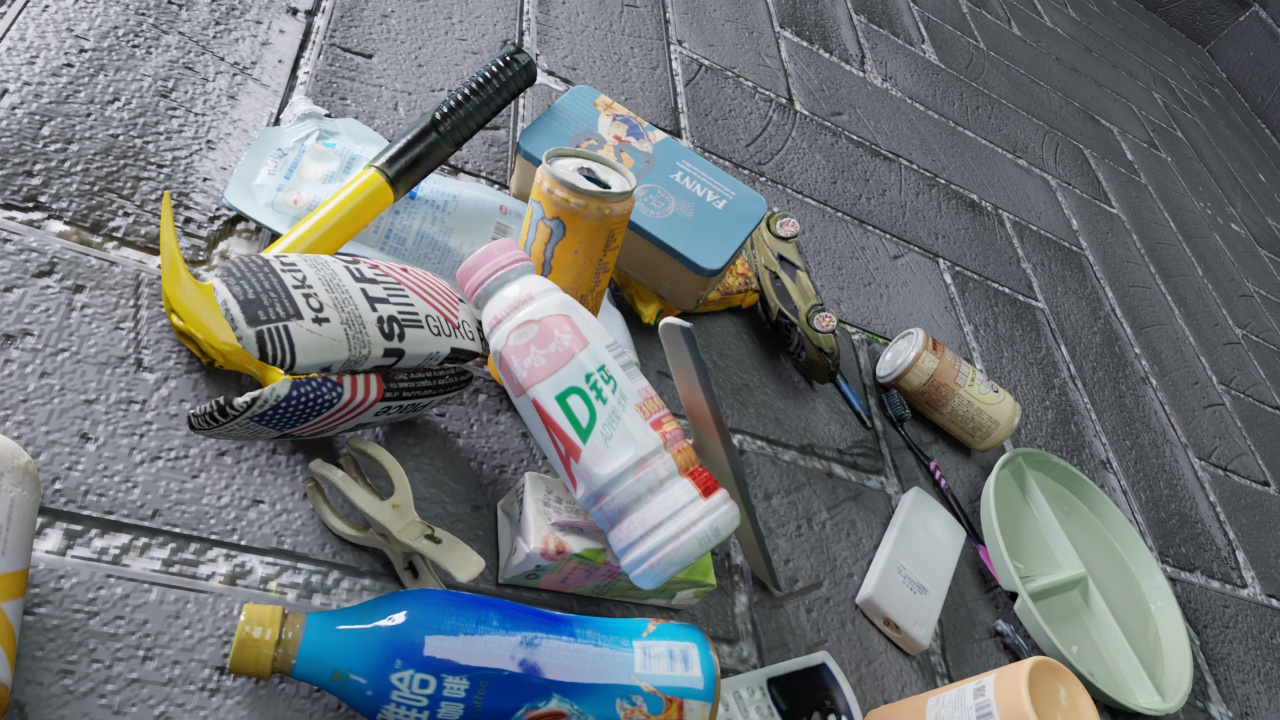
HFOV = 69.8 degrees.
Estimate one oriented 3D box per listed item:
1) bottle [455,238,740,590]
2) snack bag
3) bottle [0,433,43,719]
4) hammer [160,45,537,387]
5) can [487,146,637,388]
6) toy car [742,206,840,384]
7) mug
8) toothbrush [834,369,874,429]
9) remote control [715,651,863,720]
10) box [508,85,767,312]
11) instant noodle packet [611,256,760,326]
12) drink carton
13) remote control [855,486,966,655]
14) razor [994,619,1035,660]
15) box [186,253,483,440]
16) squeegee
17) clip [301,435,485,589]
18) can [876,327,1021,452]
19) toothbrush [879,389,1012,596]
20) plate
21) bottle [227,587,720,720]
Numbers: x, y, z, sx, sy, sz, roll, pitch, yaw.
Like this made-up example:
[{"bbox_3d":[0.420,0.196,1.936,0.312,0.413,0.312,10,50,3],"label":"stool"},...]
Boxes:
[{"bbox_3d":[-0.029,0.024,0.487,0.068,0.068,0.197,-27,77,-47],"label":"bottle"},{"bbox_3d":[-0.156,-0.097,0.591,0.191,0.039,0.110,23,60,-18],"label":"snack bag"},{"bbox_3d":[-0.255,0.113,0.314,0.068,0.068,0.189,9,51,-32],"label":"bottle"},{"bbox_3d":[-0.158,-0.107,0.553,0.129,0.033,0.299,41,55,-6],"label":"hammer"},{"bbox_3d":[-0.049,-0.048,0.546,0.058,0.146,0.058,14,32,-9],"label":"can"},{"bbox_3d":[0.120,-0.052,0.738,0.042,0.070,0.158,-17,67,-8],"label":"toy car"},{"bbox_3d":[0.194,0.218,0.525,0.078,0.123,0.078,20,45,-22],"label":"mug"},{"bbox_3d":[0.145,-0.023,0.777,0.014,0.016,0.189,-16,67,-36],"label":"toothbrush"},{"bbox_3d":[0.066,0.205,0.516,0.149,0.021,0.058,-1,57,-37],"label":"remote control"},{"bbox_3d":[0.001,-0.111,0.648,0.184,0.063,0.089,31,58,8],"label":"box"},{"bbox_3d":[0.023,-0.080,0.712,0.128,0.044,0.110,-14,61,-43],"label":"instant noodle packet"},{"bbox_3d":[-0.017,0.103,0.521,0.122,0.046,0.053,16,46,-27],"label":"drink carton"},{"bbox_3d":[0.199,0.149,0.667,0.056,0.019,0.134,43,41,2],"label":"remote control"},{"bbox_3d":[0.310,0.246,0.667,0.142,0.022,0.042,46,11,10],"label":"razor"},{"bbox_3d":[-0.148,0.000,0.456,0.075,0.086,0.162,51,19,14],"label":"box"},{"bbox_3d":[-0.003,0.003,0.589,0.039,0.247,0.246,-28,44,-5],"label":"squeegee"},{"bbox_3d":[-0.124,0.084,0.463,0.100,0.072,0.034,41,40,8],"label":"clip"},{"bbox_3d":[0.265,0.026,0.794,0.116,0.059,0.058,35,41,-8],"label":"can"},{"bbox_3d":[0.250,0.104,0.747,0.014,0.018,0.189,-8,62,-44],"label":"toothbrush"},{"bbox_3d":[0.365,0.178,0.757,0.230,0.028,0.229,22,46,-25],"label":"plate"},{"bbox_3d":[-0.072,0.143,0.425,0.218,0.065,0.065,12,48,-17],"label":"bottle"}]
